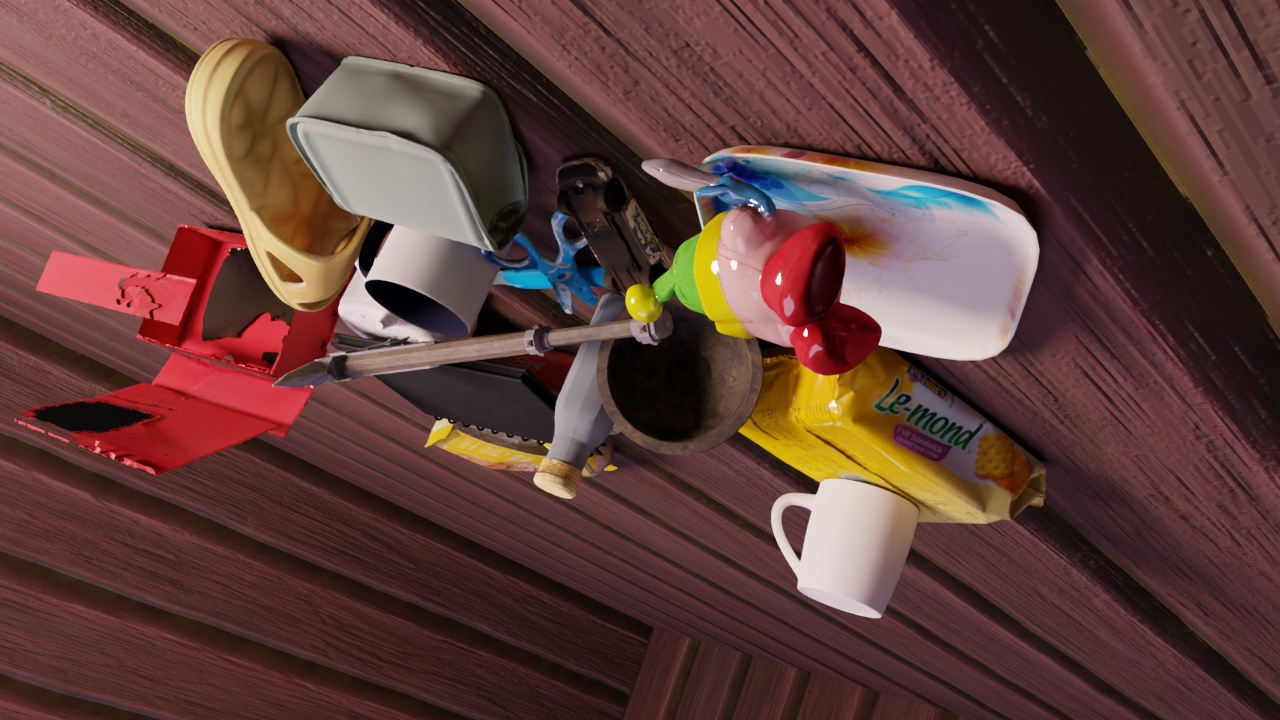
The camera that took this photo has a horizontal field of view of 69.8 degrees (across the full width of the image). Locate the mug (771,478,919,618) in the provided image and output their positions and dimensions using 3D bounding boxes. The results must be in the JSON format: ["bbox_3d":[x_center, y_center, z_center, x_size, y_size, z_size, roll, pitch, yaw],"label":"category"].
[{"bbox_3d":[0.155,0.147,0.737,0.114,0.087,0.081,12,159,27],"label":"mug"}]

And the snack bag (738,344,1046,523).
[{"bbox_3d":[0.180,0.061,0.721,0.247,0.068,0.160,32,159,-25],"label":"snack bag"}]

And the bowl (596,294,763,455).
[{"bbox_3d":[0.032,0.009,0.685,0.121,0.121,0.056,18,-179,11],"label":"bowl"}]

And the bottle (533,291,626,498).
[{"bbox_3d":[-0.038,0.030,0.729,0.046,0.161,0.072,20,161,7],"label":"bottle"}]

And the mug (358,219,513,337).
[{"bbox_3d":[-0.153,-0.080,0.659,0.112,0.096,0.078,12,158,27],"label":"mug"}]

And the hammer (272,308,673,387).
[{"bbox_3d":[-0.120,-0.009,0.682,0.318,0.028,0.146,-7,-172,30],"label":"hammer"}]

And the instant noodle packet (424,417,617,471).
[{"bbox_3d":[-0.153,0.107,1.201,0.221,0.084,0.163,22,161,-18],"label":"instant noodle packet"}]

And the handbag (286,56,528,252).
[{"bbox_3d":[-0.140,-0.126,0.569,0.122,0.067,0.106,15,151,18],"label":"handbag"}]

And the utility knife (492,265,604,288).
[{"bbox_3d":[-0.075,-0.067,0.733,0.210,0.015,0.031,2,151,37],"label":"utility knife"}]

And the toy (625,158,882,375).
[{"bbox_3d":[0.052,-0.046,0.503,0.131,0.096,0.124,37,173,45],"label":"toy"}]

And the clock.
[{"bbox_3d":[-0.228,-0.036,0.891,0.125,0.072,0.161,22,161,-1],"label":"clock"}]

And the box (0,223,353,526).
[{"bbox_3d":[-0.429,0.013,0.885,0.211,0.314,0.124,13,148,27],"label":"box"}]

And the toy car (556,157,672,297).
[{"bbox_3d":[-0.013,-0.085,0.593,0.049,0.040,0.113,3,136,42],"label":"toy car"}]

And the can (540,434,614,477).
[{"bbox_3d":[-0.074,0.088,1.064,0.068,0.067,0.105,15,160,21],"label":"can"}]

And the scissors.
[{"bbox_3d":[-0.069,-0.064,0.661,0.090,0.014,0.141,-16,156,-6],"label":"scissors"}]

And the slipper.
[{"bbox_3d":[-0.233,-0.117,0.655,0.078,0.099,0.264,18,156,7],"label":"slipper"}]

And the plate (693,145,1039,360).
[{"bbox_3d":[0.127,-0.061,0.533,0.187,0.016,0.187,15,159,19],"label":"plate"}]

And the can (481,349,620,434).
[{"bbox_3d":[-0.086,0.023,0.905,0.170,0.067,0.067,13,159,24],"label":"can"}]

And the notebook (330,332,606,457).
[{"bbox_3d":[-0.162,0.035,0.882,0.232,0.019,0.169,10,157,30],"label":"notebook"}]
